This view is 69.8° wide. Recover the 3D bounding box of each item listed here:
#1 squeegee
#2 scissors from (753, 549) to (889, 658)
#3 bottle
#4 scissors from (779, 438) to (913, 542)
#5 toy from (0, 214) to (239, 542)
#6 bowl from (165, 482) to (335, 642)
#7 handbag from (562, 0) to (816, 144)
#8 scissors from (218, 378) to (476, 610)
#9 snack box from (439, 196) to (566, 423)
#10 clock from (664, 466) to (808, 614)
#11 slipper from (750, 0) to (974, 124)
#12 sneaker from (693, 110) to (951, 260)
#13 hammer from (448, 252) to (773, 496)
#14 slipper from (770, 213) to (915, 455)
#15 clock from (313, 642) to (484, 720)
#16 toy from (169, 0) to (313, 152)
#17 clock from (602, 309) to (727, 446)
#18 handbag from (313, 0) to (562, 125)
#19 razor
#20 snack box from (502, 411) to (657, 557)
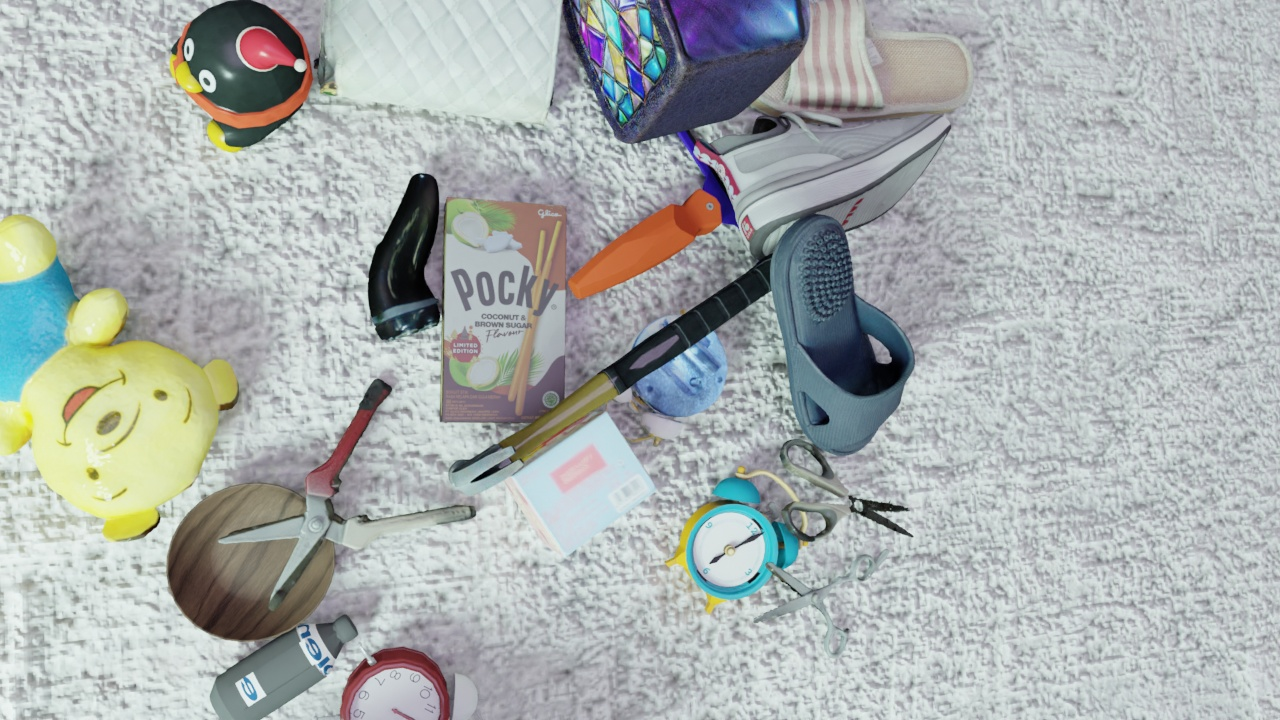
[{"bbox_3d":[0.016,-0.108,0.809,0.184,0.055,0.249,-33,92,-19],"label":"squeegee"},{"bbox_3d":[0.168,0.205,0.833,0.164,0.014,0.141,-40,117,-24],"label":"scissors"},{"bbox_3d":[-0.271,0.235,0.705,0.112,0.047,0.047,-31,94,-16],"label":"bottle"},{"bbox_3d":[0.185,0.136,0.839,0.163,0.013,0.153,50,48,-4],"label":"scissors"},{"bbox_3d":[-0.403,0.017,0.666,0.214,0.084,0.149,41,83,-10],"label":"toy"},{"bbox_3d":[-0.298,0.154,0.711,0.119,0.032,0.119,1,85,-16],"label":"bowl"},{"bbox_3d":[0.023,-0.312,0.747,0.125,0.205,0.222,-18,89,-18],"label":"handbag"},{"bbox_3d":[-0.216,0.112,0.724,0.179,0.015,0.199,27,61,-24],"label":"scissors"},{"bbox_3d":[-0.116,-0.040,0.779,0.101,0.032,0.186,2,85,-16],"label":"snack box"},{"bbox_3d":[0.088,0.159,0.818,0.129,0.044,0.099,-41,97,-8],"label":"clock"},{"bbox_3d":[0.212,-0.289,0.883,0.262,0.052,0.115,-2,87,-17],"label":"slipper"},{"bbox_3d":[0.173,-0.190,0.852,0.262,0.097,0.128,-26,69,-26],"label":"sneaker"},{"bbox_3d":[-0.004,0.004,0.726,0.332,0.118,0.025,-34,95,-16],"label":"hammer"},{"bbox_3d":[0.179,-0.003,0.775,0.101,0.082,0.264,-41,132,-18],"label":"slipper"},{"bbox_3d":[-0.185,0.279,0.727,0.124,0.044,0.087,32,78,-10],"label":"clock"},{"bbox_3d":[-0.301,-0.227,0.697,0.099,0.119,0.097,-31,94,-20],"label":"toy"},{"bbox_3d":[0.018,0.017,0.803,0.089,0.052,0.125,45,76,-9],"label":"clock"},{"bbox_3d":[-0.166,-0.276,0.765,0.194,0.072,0.139,5,93,-16],"label":"handbag"},{"bbox_3d":[-0.185,-0.083,0.753,0.063,0.053,0.140,16,80,-26],"label":"razor"},{"bbox_3d":[-0.055,0.098,0.753,0.093,0.095,0.079,-34,95,-15],"label":"snack box"}]
